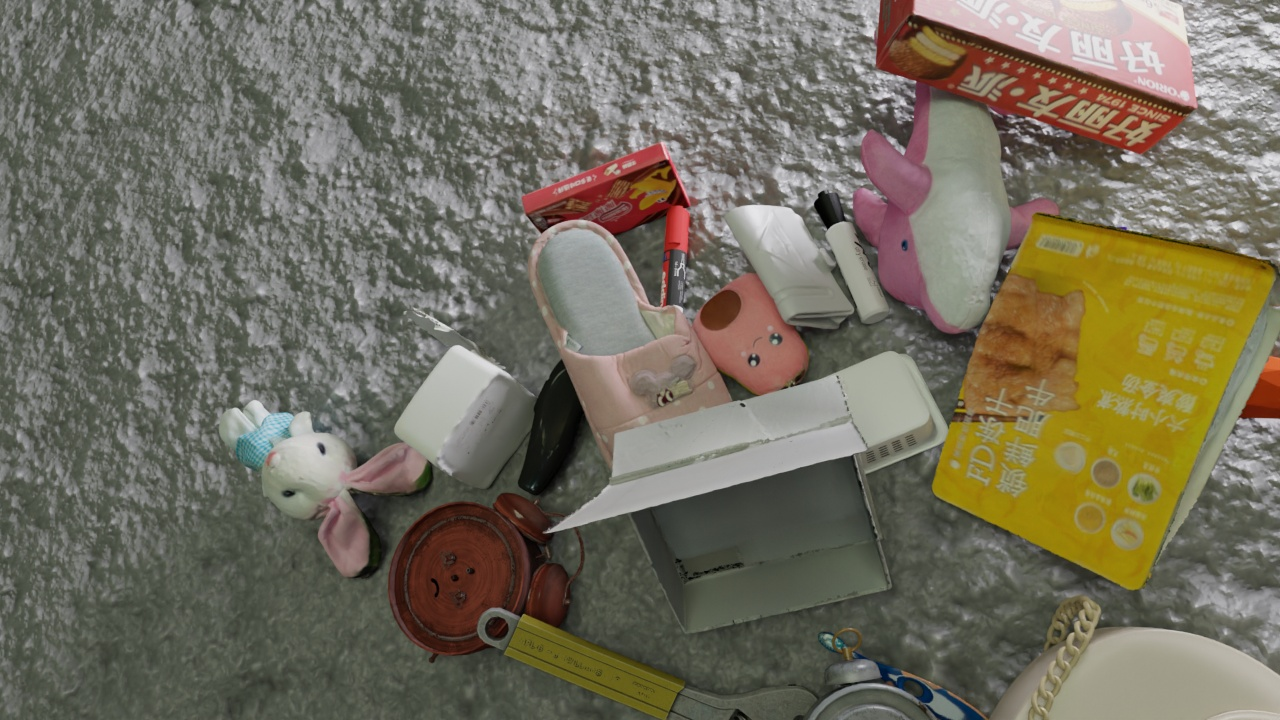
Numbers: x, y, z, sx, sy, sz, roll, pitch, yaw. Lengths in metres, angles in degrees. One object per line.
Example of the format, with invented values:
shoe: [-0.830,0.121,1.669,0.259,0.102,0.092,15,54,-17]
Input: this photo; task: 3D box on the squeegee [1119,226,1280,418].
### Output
squeegee: [0.414,0.017,0.647,0.185,0.055,0.249,9,74,27]

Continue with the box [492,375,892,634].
box: [0.057,0.079,0.560,0.167,0.369,0.150,-17,70,11]

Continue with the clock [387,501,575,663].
clock: [-0.121,0.173,0.743,0.158,0.072,0.120,-24,66,8]

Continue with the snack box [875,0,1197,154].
snack box: [0.303,-0.251,0.710,0.236,0.060,0.113,15,64,-8]

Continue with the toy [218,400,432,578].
toy: [-0.301,0.086,0.812,0.205,0.106,0.131,29,78,22]

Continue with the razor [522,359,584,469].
razor: [-0.061,0.050,0.784,0.063,0.053,0.140,23,83,-4]

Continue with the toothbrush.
toothbrush: [0.189,0.232,0.661,0.135,0.017,0.021,26,82,23]

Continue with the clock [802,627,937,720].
clock: [0.153,0.259,0.628,0.104,0.056,0.147,-8,78,-2]

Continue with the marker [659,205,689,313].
marker: [0.029,-0.066,0.810,0.021,0.023,0.144,2,72,9]

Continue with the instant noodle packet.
instant noodle packet: [0.316,0.026,0.643,0.163,0.084,0.221,26,94,44]

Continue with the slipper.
slipper: [-0.004,0.004,0.739,0.114,0.054,0.274,-28,82,-15]

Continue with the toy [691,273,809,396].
toy: [0.096,-0.018,0.757,0.090,0.051,0.110,-40,65,-2]

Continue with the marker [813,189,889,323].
marker: [0.176,-0.090,0.774,0.025,0.025,0.125,-21,67,9]

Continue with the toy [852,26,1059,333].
toy: [0.231,-0.138,0.742,0.186,0.128,0.265,16,69,-23]

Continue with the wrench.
wrench: [0.009,0.238,0.671,0.273,0.018,0.083,22,87,4]

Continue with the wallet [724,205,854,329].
wallet: [0.125,-0.080,0.755,0.032,0.086,0.116,-46,61,40]

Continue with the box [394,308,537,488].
box: [-0.167,0.020,0.792,0.137,0.109,0.124,30,81,22]

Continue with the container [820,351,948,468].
container: [0.165,0.045,0.715,0.129,0.049,0.080,-24,66,7]

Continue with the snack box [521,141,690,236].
snack box: [-0.029,-0.141,0.817,0.133,0.089,0.021,-20,67,9]

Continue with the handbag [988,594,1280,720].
handbag: [0.322,0.278,0.571,0.208,0.103,0.210,35,84,16]
